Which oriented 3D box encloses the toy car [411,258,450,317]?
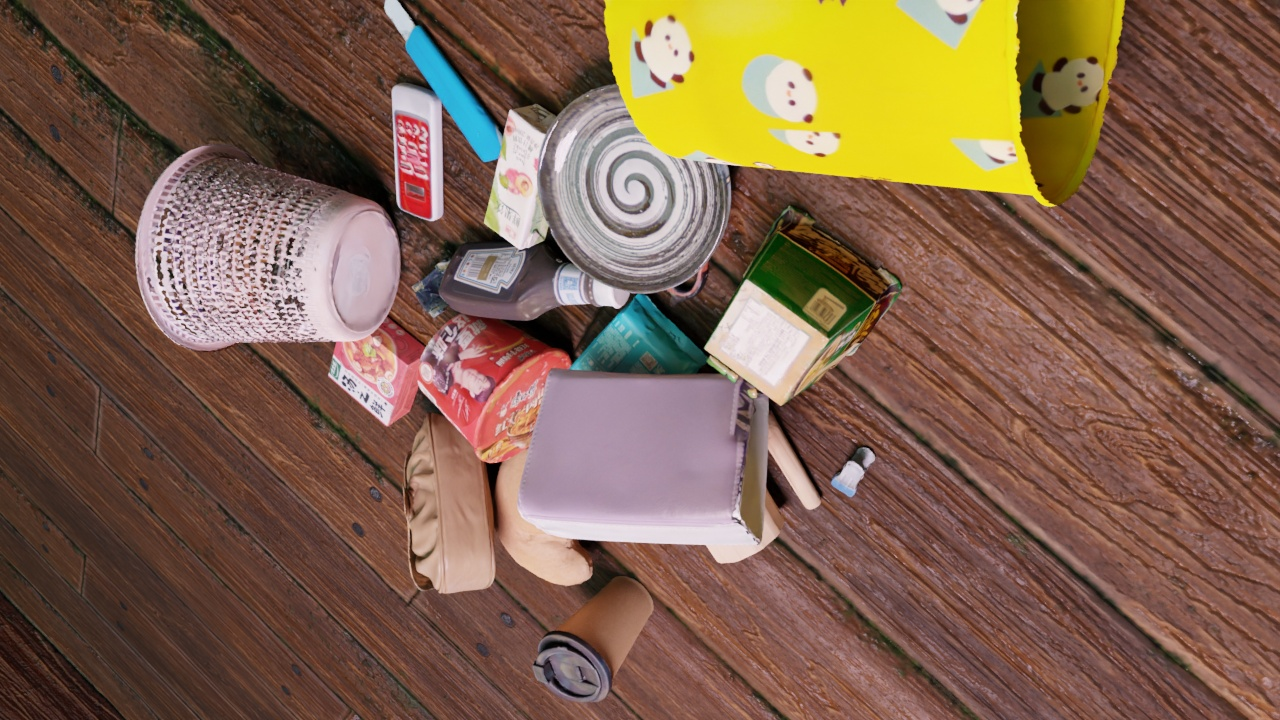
[{"bbox_3d":[-0.209,-0.080,0.982,0.091,0.034,0.043,-30,100,43],"label":"toy car"}]

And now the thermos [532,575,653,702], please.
[{"bbox_3d":[-0.047,0.309,1.026,0.093,0.142,0.093,16,125,25],"label":"thermos"}]

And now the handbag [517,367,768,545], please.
[{"bbox_3d":[0.007,0.081,0.791,0.197,0.144,0.098,-1,157,21],"label":"handbag"}]

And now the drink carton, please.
[{"bbox_3d":[-0.103,-0.169,0.849,0.053,0.045,0.123,36,130,19],"label":"drink carton"}]

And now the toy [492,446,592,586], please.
[{"bbox_3d":[-0.102,0.145,1.016,0.143,0.082,0.226,22,122,22],"label":"toy"}]

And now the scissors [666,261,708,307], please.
[{"bbox_3d":[0.019,-0.149,0.799,0.227,0.015,0.189,-30,97,42],"label":"scissors"}]

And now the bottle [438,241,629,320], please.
[{"bbox_3d":[-0.101,-0.076,0.883,0.195,0.079,0.044,6,153,29],"label":"bottle"}]

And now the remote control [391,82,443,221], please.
[{"bbox_3d":[-0.225,-0.209,0.927,0.056,0.020,0.136,24,127,22],"label":"remote control"}]

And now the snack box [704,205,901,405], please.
[{"bbox_3d":[0.121,-0.035,0.736,0.118,0.105,0.118,36,130,10],"label":"snack box"}]

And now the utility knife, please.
[{"bbox_3d":[-0.186,-0.267,0.867,0.034,0.018,0.187,-33,95,30],"label":"utility knife"}]

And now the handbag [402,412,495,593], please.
[{"bbox_3d":[-0.221,0.164,1.039,0.148,0.099,0.204,122,142,-57],"label":"handbag"}]

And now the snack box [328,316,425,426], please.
[{"bbox_3d":[-0.323,-0.003,1.097,0.127,0.044,0.113,38,131,10],"label":"snack box"}]

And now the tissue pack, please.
[{"bbox_3d":[-0.005,0.005,0.882,0.093,0.050,0.134,47,131,4],"label":"tissue pack"}]

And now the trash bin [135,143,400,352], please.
[{"bbox_3d":[-0.375,-0.107,0.978,0.192,0.226,0.228,9,122,15],"label":"trash bin"}]

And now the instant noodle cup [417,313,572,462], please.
[{"bbox_3d":[-0.154,0.019,0.942,0.108,0.137,0.138,36,131,22],"label":"instant noodle cup"}]

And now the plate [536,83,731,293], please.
[{"bbox_3d":[-0.005,-0.146,0.782,0.180,0.024,0.180,11,117,22],"label":"plate"}]

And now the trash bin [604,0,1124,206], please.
[{"bbox_3d":[0.132,-0.215,0.557,0.256,0.228,0.230,10,121,36],"label":"trash bin"}]

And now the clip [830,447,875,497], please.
[{"bbox_3d":[0.191,0.101,0.829,0.024,0.026,0.056,35,143,16],"label":"clip"}]

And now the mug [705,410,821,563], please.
[{"bbox_3d":[0.095,0.119,0.871,0.125,0.084,0.103,-29,100,15],"label":"mug"}]
